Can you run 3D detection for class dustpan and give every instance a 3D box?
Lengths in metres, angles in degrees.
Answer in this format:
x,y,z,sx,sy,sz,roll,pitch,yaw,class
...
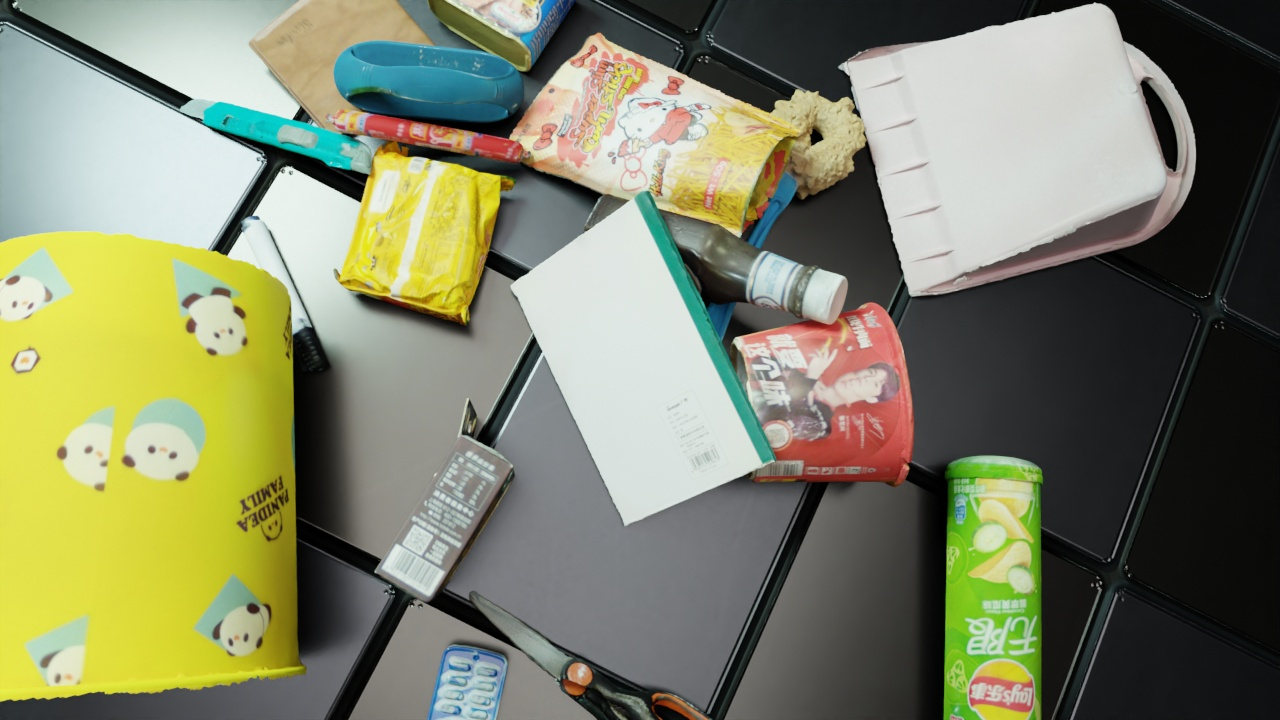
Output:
x,y,z,sx,sy,sz,roll,pitch,yaw,class
0.338,-0.179,0.796,0.274,0.138,0.222,-13,82,20,dustpan

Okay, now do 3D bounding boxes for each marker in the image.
x,y,z,sx,sy,sz,roll,pitch,yaw,class
-0.273,-0.050,0.701,0.022,0.018,0.130,-27,84,-1,marker

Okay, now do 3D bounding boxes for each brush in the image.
x,y,z,sx,sy,sz,roll,pitch,yaw,class
-0.160,-0.212,0.702,0.143,0.073,0.055,1,107,-17,brush
0.103,-0.111,0.746,0.083,0.046,0.254,29,82,-5,brush

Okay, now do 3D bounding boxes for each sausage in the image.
x,y,z,sx,sy,sz,roll,pitch,yaw,class
-0.161,-0.172,0.705,0.155,0.020,0.020,7,79,-15,sausage

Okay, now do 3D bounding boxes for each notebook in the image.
x,y,z,sx,sy,sz,roll,pitch,yaw,class
-0.004,0.004,0.670,0.012,0.151,0.209,-17,80,-53,notebook

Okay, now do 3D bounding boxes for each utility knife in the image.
x,y,z,sx,sy,sz,roll,pitch,yaw,class
-0.282,-0.177,0.711,0.171,0.013,0.029,17,71,10,utility knife

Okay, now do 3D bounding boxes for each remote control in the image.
x,y,z,sx,sy,sz,roll,pitch,yaw,class
-0.131,0.270,0.657,0.049,0.024,0.124,13,78,-4,remote control

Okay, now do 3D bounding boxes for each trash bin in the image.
x,y,z,sx,sy,sz,roll,pitch,yaw,class
-0.324,0.072,0.578,0.229,0.230,0.255,0,74,-6,trash bin

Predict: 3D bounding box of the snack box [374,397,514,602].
x,y,z,sx,sy,sz,roll,pitch,yaw,class
-0.130,0.098,0.642,0.053,0.113,0.125,32,79,-1,snack box

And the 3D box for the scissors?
x,y,z,sx,sy,sz,roll,pitch,yaw,class
-0.041,0.244,0.653,0.235,0.022,0.124,23,40,-5,scissors

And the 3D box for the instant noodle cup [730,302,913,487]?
x,y,z,sx,sy,sz,roll,pitch,yaw,class
0.127,0.030,0.677,0.108,0.138,0.138,-6,81,-1,instant noodle cup

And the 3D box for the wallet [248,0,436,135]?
x,y,z,sx,sy,sz,roll,pitch,yaw,class
-0.233,-0.248,0.730,0.115,0.020,0.101,-43,99,-8,wallet

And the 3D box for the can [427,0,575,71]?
x,y,z,sx,sy,sz,roll,pitch,yaw,class
-0.109,-0.297,0.742,0.102,0.057,0.083,30,80,0,can

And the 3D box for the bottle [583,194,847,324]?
x,y,z,sx,sy,sz,roll,pitch,yaw,class
0.054,-0.070,0.676,0.195,0.080,0.044,19,71,24,bottle

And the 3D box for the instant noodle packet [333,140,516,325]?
x,y,z,sx,sy,sz,roll,pitch,yaw,class
-0.166,-0.100,0.708,0.111,0.044,0.128,15,76,-2,instant noodle packet

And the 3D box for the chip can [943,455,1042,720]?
x,y,z,sx,sy,sz,roll,pitch,yaw,class
0.265,0.183,0.692,0.072,0.073,0.221,6,79,-5,chip can

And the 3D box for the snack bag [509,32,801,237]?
x,y,z,sx,sy,sz,roll,pitch,yaw,class
0.011,-0.176,0.720,0.208,0.073,0.128,27,78,17,snack bag
